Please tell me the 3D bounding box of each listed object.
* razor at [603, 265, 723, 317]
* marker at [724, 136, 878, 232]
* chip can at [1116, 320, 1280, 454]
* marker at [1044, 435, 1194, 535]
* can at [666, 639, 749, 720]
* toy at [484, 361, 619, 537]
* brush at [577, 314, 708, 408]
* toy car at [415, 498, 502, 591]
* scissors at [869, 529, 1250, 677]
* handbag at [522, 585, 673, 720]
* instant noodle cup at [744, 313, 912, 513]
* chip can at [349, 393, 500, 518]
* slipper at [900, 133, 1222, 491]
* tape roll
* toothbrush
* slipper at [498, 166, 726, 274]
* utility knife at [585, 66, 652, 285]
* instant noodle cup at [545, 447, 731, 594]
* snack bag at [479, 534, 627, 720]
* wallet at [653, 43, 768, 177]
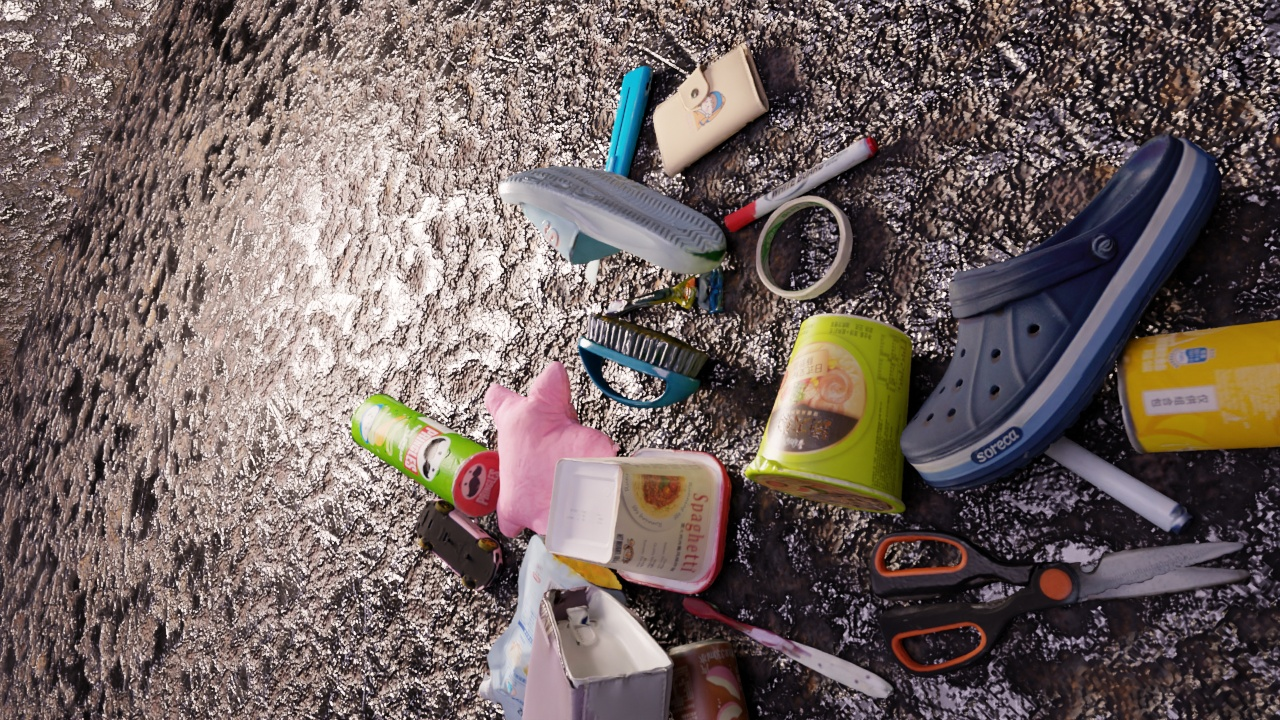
[{"bbox_3d":[0.016,-0.057,0.849,0.143,0.022,0.042,-8,71,42],"label":"razor"},{"bbox_3d":[0.132,-0.146,0.767,0.146,0.017,0.017,-26,62,36],"label":"marker"},{"bbox_3d":[0.367,0.009,0.467,0.214,0.072,0.072,-10,72,41],"label":"chip can"},{"bbox_3d":[0.279,0.063,0.572,0.131,0.018,0.022,39,97,42],"label":"marker"},{"bbox_3d":[0.057,0.290,0.691,0.058,0.057,0.147,-30,60,34],"label":"can"},{"bbox_3d":[-0.083,0.102,0.859,0.179,0.074,0.194,-13,82,45],"label":"toy"},{"bbox_3d":[-0.005,0.005,0.827,0.144,0.055,0.073,22,93,44],"label":"brush"},{"bbox_3d":[-0.189,0.192,0.965,0.122,0.037,0.056,32,104,30],"label":"toy car"},{"bbox_3d":[0.252,0.156,0.575,0.235,0.021,0.152,9,92,40],"label":"scissors"},{"bbox_3d":[-0.039,0.296,0.721,0.145,0.098,0.197,30,118,60],"label":"handbag"},{"bbox_3d":[0.142,0.035,0.654,0.112,0.111,0.123,2,72,43],"label":"instant noodle cup"},{"bbox_3d":[-0.236,0.099,1.009,0.236,0.072,0.072,19,92,45],"label":"chip can"},{"bbox_3d":[0.239,-0.034,0.551,0.095,0.105,0.253,37,96,4],"label":"slipper"},{"bbox_3d":[0.133,-0.092,0.753,0.086,0.014,0.085,-14,69,40],"label":"tape roll"},{"bbox_3d":[0.107,0.215,0.696,0.188,0.017,0.016,12,84,42],"label":"toothbrush"},{"bbox_3d":[-0.027,-0.124,0.857,0.245,0.103,0.074,28,125,32],"label":"slipper"},{"bbox_3d":[-0.025,-0.185,0.925,0.034,0.018,0.225,11,88,43],"label":"utility knife"},{"bbox_3d":[-0.004,0.125,0.747,0.117,0.124,0.116,0,78,43],"label":"instant noodle cup"},{"bbox_3d":[-0.083,0.258,0.826,0.110,0.038,0.191,26,109,17],"label":"snack bag"},{"bbox_3d":[0.061,-0.236,0.854,0.115,0.024,0.087,-31,58,35],"label":"wallet"}]
